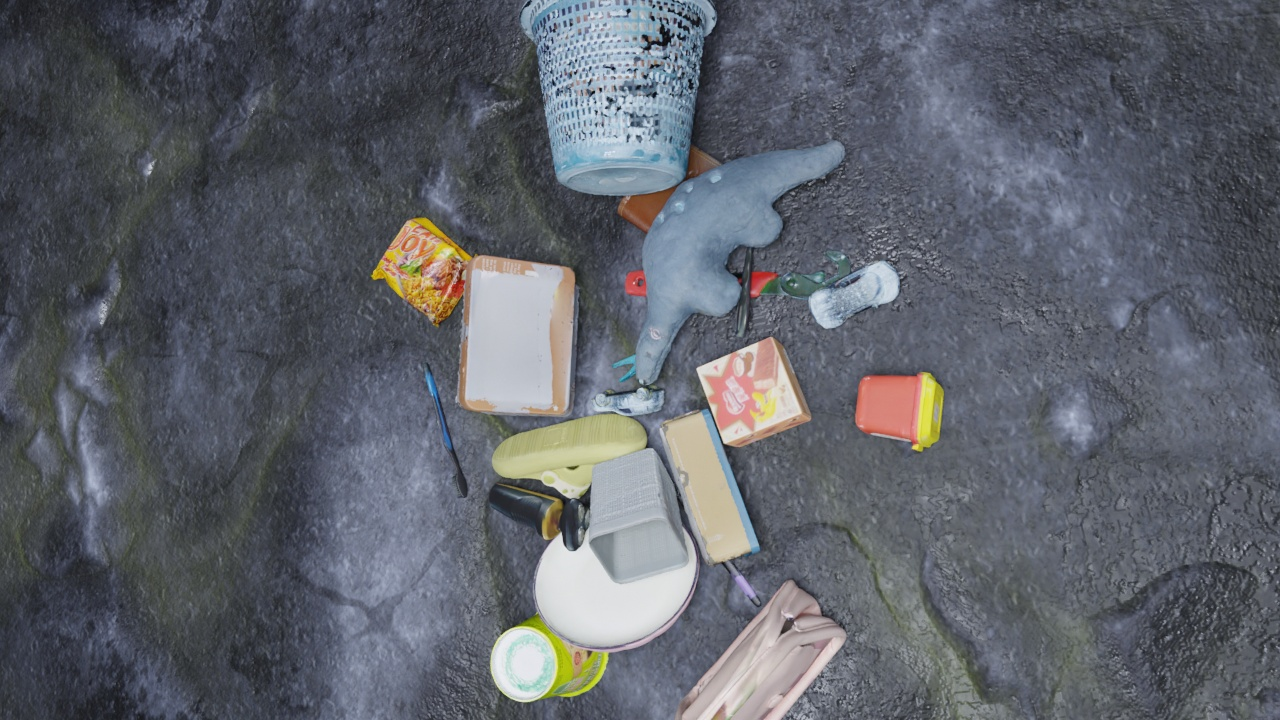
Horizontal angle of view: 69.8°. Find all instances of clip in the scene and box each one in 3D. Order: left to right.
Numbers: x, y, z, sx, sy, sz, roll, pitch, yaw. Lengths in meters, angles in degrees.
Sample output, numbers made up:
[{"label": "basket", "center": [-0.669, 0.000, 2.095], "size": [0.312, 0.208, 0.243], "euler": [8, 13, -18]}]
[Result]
[{"label": "clip", "center": [-0.007, 0.005, 1.121], "size": [0.056, 0.014, 0.040], "euler": [-28, 75, 14]}]

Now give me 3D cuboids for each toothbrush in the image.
[{"label": "toothbrush", "center": [-0.257, 0.090, 1.193], "size": [0.016, 0.014, 0.189], "euler": [-31, 72, 36]}, {"label": "toothbrush", "center": [0.079, 0.207, 1.063], "size": [0.014, 0.016, 0.189], "euler": [-40, 74, 9]}, {"label": "toothbrush", "center": [0.126, -0.113, 1.077], "size": [0.016, 0.018, 0.181], "euler": [4, 74, 16]}]

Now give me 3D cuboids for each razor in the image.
[{"label": "razor", "center": [-0.123, 0.178, 1.094], "size": [0.168, 0.067, 0.062], "euler": [10, 105, 45]}]

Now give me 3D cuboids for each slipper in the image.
[{"label": "slipper", "center": [-0.081, 0.120, 1.103], "size": [0.191, 0.091, 0.082], "euler": [-9, 117, 9]}]

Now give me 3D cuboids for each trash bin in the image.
[{"label": "trash bin", "center": [-0.024, -0.299, 1.051], "size": [0.227, 0.226, 0.195], "euler": [-2, 87, 18]}]

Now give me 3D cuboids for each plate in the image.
[{"label": "plate", "center": [-0.025, 0.248, 1.040], "size": [0.192, 0.039, 0.192], "euler": [-10, 42, 9]}]

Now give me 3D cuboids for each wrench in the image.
[{"label": "wrench", "center": [0.111, -0.095, 1.095], "size": [0.274, 0.016, 0.056], "euler": [-2, 78, 18]}]

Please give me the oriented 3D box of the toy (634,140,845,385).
[{"label": "toy", "center": [0.078, -0.134, 1.057], "size": [0.138, 0.091, 0.356], "euler": [38, 97, 4]}]

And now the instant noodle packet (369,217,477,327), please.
[{"label": "instant noodle packet", "center": [-0.285, -0.123, 1.216], "size": [0.128, 0.044, 0.111], "euler": [36, 90, 20]}]

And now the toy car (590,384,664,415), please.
[{"label": "toy car", "center": [-0.015, 0.049, 1.103], "size": [0.091, 0.042, 0.034], "euler": [-6, 97, 16]}]

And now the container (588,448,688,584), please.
[{"label": "container", "center": [-0.005, 0.168, 1.016], "size": [0.090, 0.090, 0.114], "euler": [-18, 39, 10]}]

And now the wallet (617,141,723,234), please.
[{"label": "wallet", "center": [0.042, -0.206, 1.127], "size": [0.101, 0.032, 0.124], "euler": [35, 95, 17]}]

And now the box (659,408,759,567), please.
[{"label": "box", "center": [0.077, 0.150, 1.028], "size": [0.061, 0.090, 0.184], "euler": [-21, 78, -5]}]

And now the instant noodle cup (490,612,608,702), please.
[{"label": "instant noodle cup", "center": [-0.109, 0.338, 1.049], "size": [0.112, 0.123, 0.111], "euler": [-3, 81, 18]}]

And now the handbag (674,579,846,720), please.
[{"label": "handbag", "center": [0.106, 0.324, 0.921], "size": [0.093, 0.234, 0.193], "euler": [41, 96, 21]}]

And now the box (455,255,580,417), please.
[{"label": "box", "center": [-0.155, -0.023, 1.087], "size": [0.153, 0.177, 0.182], "euler": [0, 82, 19]}]

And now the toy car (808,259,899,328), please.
[{"label": "toy car", "center": [0.242, -0.074, 1.033], "size": [0.106, 0.031, 0.049], "euler": [-27, 101, 12]}]

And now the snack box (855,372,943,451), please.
[{"label": "snack box", "center": [0.277, 0.053, 0.982], "size": [0.080, 0.091, 0.082], "euler": [5, 83, 25]}]

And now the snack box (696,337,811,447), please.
[{"label": "snack box", "center": [0.129, 0.038, 1.037], "size": [0.094, 0.077, 0.092], "euler": [-23, 76, 14]}]
